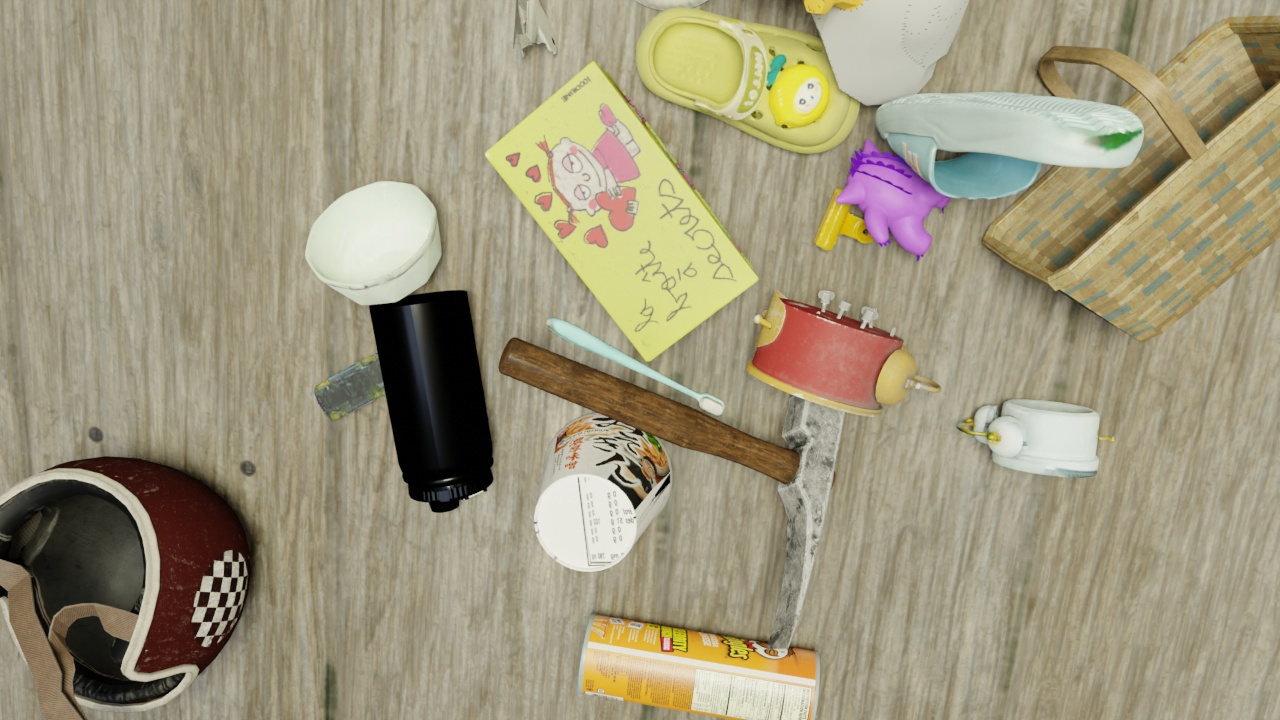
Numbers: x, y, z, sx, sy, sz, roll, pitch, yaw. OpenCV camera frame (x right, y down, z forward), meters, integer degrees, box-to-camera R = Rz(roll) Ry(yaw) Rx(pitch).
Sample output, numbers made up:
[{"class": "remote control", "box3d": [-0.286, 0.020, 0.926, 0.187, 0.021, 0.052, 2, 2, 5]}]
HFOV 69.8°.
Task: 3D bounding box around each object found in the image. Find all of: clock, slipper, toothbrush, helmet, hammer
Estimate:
[{"class": "clock", "box3d": [0.326, 0.065, 0.770, 0.117, 0.083, 0.057, 4, 98, 3]}, {"class": "slipper", "box3d": [0.086, -0.231, 0.736, 0.190, 0.081, 0.092, 20, 102, 4]}, {"class": "toothbrush", "box3d": [-0.005, 0.005, 0.834, 0.180, 0.016, 0.016, 27, 105, 2]}, {"class": "slipper", "box3d": [0.246, -0.149, 0.649, 0.104, 0.245, 0.074, -4, 109, -12]}, {"class": "clock", "box3d": [0.171, -0.008, 0.756, 0.159, 0.117, 0.081, 20, 101, 10]}, {"class": "helmet", "box3d": [-0.469, 0.205, 0.813, 0.233, 0.253, 0.233, 18, 80, 8]}, {"class": "hammer", "box3d": [0.017, 0.084, 0.739, 0.300, 0.037, 0.217, 22, 66, -13]}]

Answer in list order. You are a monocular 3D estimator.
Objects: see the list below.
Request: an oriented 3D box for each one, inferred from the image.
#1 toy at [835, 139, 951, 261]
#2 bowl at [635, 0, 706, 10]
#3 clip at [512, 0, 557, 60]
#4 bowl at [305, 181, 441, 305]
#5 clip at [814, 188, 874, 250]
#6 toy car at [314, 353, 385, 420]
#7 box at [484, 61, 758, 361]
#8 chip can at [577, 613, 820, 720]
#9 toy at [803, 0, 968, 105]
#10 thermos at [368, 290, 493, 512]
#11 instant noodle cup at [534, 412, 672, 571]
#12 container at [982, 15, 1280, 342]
[{"class": "toy", "box3d": [0.207, -0.138, 0.744, 0.088, 0.056, 0.105, 26, 65, 8]}, {"class": "bowl", "box3d": [0.024, -0.344, 0.727, 0.118, 0.062, 0.118, 2, 103, 7]}, {"class": "clip", "box3d": [-0.097, -0.278, 0.764, 0.046, 0.101, 0.056, -5, 145, 5]}, {"class": "bowl", "box3d": [-0.225, -0.094, 0.804, 0.117, 0.117, 0.061, -6, 146, 8]}, {"class": "clip", "box3d": [0.177, -0.116, 0.783, 0.049, 0.044, 0.054, 11, 106, -32]}, {"class": "toy car", "box3d": [-0.265, 0.023, 0.865, 0.090, 0.027, 0.039, -26, 95, 13]}, {"class": "box", "box3d": [-0.011, -0.122, 0.773, 0.124, 0.081, 0.221, -34, 95, 13]}, {"class": "chip can", "box3d": [0.054, 0.292, 0.860, 0.215, 0.075, 0.075, 8, 103, 6]}, {"class": "toy", "box3d": [0.200, -0.308, 0.667, 0.267, 0.141, 0.247, -21, 130, -25]}, {"class": "thermos", "box3d": [-0.183, 0.042, 0.829, 0.086, 0.086, 0.199, -6, 102, 8]}, {"class": "instant noodle cup", "box3d": [-0.038, 0.121, 0.809, 0.124, 0.121, 0.124, 2, 103, 7]}, {"class": "container", "box3d": [0.375, -0.158, 0.679, 0.186, 0.157, 0.250, 42, 104, -15]}]
